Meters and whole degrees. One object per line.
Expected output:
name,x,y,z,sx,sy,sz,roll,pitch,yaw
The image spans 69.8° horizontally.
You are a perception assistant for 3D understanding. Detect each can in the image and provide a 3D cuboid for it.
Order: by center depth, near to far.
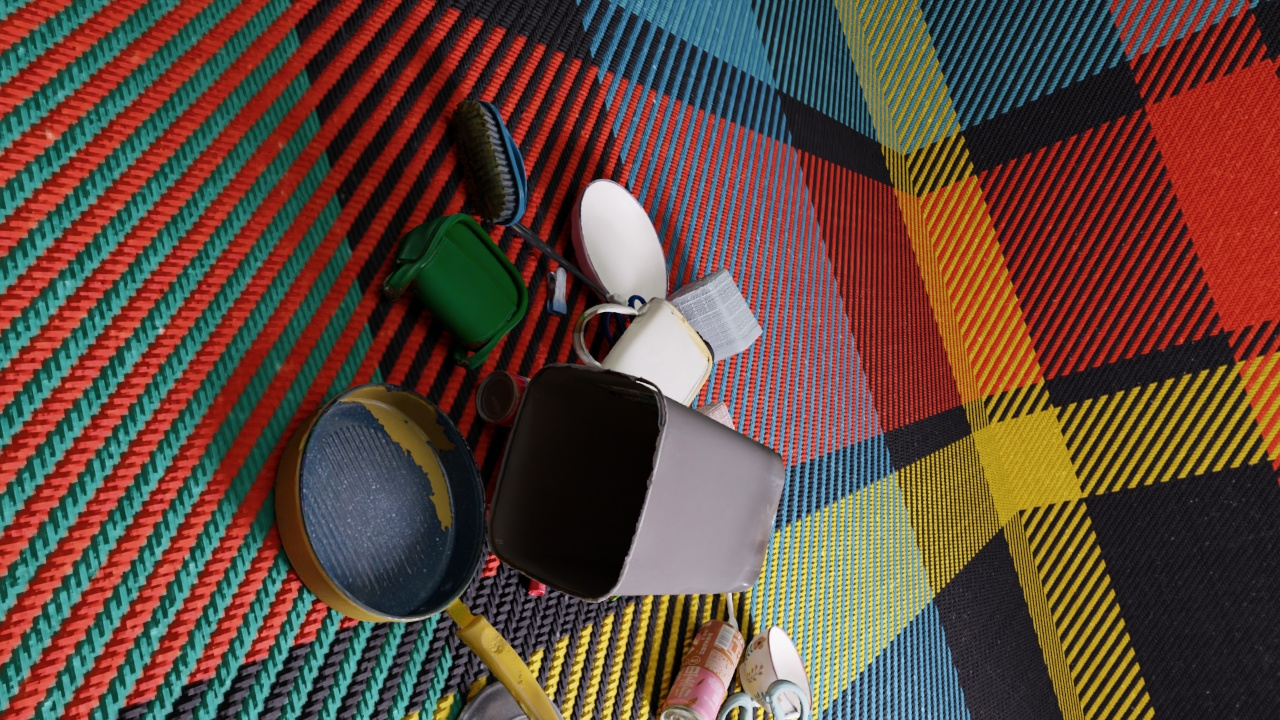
can,-0.105,0.049,0.953,0.132,0.053,0.053,20,57,-52
can,0.072,0.365,1.052,0.058,0.058,0.146,62,32,-14

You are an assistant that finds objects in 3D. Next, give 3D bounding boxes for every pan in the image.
pan,-0.162,0.184,0.764,0.197,0.078,0.357,-38,106,-57

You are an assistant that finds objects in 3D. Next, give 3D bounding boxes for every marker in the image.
marker,-0.098,0.167,0.935,0.017,0.017,0.145,38,43,-42

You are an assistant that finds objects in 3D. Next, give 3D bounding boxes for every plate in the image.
plate,-0.104,0.372,0.804,0.179,0.024,0.179,33,47,-44
plate,-0.032,-0.138,1.187,0.192,0.039,0.192,33,47,-46

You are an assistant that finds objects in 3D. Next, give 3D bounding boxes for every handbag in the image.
handbag,-0.182,-0.069,0.896,0.131,0.068,0.119,53,42,-29
handbag,-0.011,-0.002,1.082,0.179,0.063,0.163,54,56,-27

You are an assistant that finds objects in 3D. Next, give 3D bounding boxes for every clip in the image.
clip,-0.097,-0.081,1.073,0.025,0.032,0.057,21,59,-48

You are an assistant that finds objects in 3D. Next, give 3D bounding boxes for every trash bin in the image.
trash bin,0.007,0.126,0.886,0.219,0.199,0.198,19,84,-43

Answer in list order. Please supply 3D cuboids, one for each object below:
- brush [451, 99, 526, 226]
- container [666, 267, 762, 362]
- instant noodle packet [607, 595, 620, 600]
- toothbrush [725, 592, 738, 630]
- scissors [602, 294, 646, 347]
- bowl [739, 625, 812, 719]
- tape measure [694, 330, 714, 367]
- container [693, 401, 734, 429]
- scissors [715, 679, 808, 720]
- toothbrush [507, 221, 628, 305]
brush,-0.160,-0.218,1.015,0.073,0.055,0.144,-10,82,-58
container,0.102,-0.063,1.312,0.111,0.090,0.089,62,32,-8
instant noodle packet,-0.011,0.204,1.028,0.128,0.044,0.110,4,65,-56
toothbrush,0.108,0.248,1.204,0.026,0.027,0.224,1,68,-19
scissors,0.003,-0.002,1.148,0.172,0.012,0.132,49,60,-37
bowl,0.165,0.402,1.164,0.113,0.062,0.113,50,22,-29
tape measure,0.070,-0.006,1.257,0.039,0.057,0.058,6,45,-55
container,0.069,0.108,1.163,0.110,0.090,0.090,-28,97,-61
scissors,0.137,0.461,1.104,0.019,0.143,0.180,-119,-152,-64
toothbrush,-0.086,-0.113,1.069,0.181,0.018,0.015,36,58,-18
